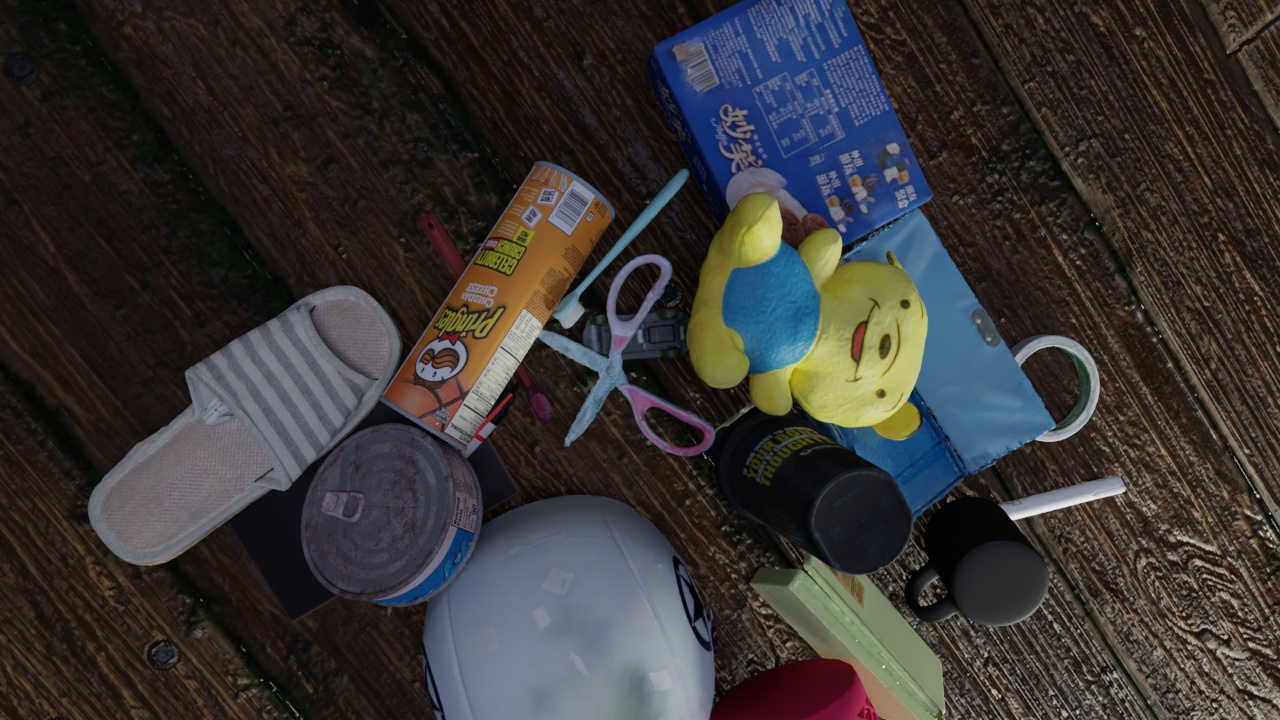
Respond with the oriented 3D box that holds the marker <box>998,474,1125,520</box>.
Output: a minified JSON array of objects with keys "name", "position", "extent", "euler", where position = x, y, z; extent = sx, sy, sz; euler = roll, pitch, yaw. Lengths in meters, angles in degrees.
[{"name":"marker","position":[0.373,0.127,0.829],"extent":[0.133,0.020,0.017],"euler":[-12,106,-7]}]

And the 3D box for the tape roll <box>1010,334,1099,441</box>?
[{"name":"tape roll","position":[0.363,0.025,0.820],"extent":[0.093,0.018,0.094],"euler":[-1,95,-9]}]

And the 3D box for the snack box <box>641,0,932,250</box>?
[{"name":"snack box","position":[0.116,-0.185,0.738],"extent":[0.155,0.069,0.203],"euler":[-29,99,-6]}]

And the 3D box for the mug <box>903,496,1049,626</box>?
[{"name":"mug","position":[0.277,0.179,0.780],"extent":[0.114,0.088,0.078],"euler":[-38,100,11]}]

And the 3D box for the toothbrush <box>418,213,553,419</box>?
[{"name":"toothbrush","position":[-0.123,-0.033,0.741],"extent":[0.016,0.016,0.190],"euler":[-31,99,-4]}]

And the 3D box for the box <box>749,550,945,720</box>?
[{"name":"box","position":[0.184,0.235,0.784],"extent":[0.090,0.077,0.188],"euler":[-42,101,-4]}]

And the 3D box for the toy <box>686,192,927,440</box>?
[{"name":"toy","position":[0.130,-0.028,0.691],"extent":[0.213,0.084,0.149],"euler":[14,96,-29]}]

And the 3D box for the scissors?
[{"name":"scissors","position":[-0.004,0.004,0.731],"extent":[0.170,0.013,0.172],"euler":[29,99,-2]}]

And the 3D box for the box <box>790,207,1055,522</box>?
[{"name":"box","position":[0.220,0.011,0.784],"extent":[0.177,0.047,0.231],"euler":[-33,99,3]}]

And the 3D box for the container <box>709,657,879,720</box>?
[{"name":"container","position":[0.154,0.377,0.747],"extent":[0.183,0.183,0.225],"euler":[-20,90,-7]}]

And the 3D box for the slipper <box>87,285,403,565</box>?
[{"name":"slipper","position":[-0.300,0.050,0.698],"extent":[0.272,0.054,0.114],"euler":[-43,96,-4]}]

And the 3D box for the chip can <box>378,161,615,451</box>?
[{"name":"chip can","position":[-0.107,-0.042,0.697],"extent":[0.075,0.075,0.215],"euler":[33,81,-10]}]

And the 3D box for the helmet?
[{"name":"helmet","position":[-0.047,0.246,0.703],"extent":[0.236,0.163,0.264],"euler":[-17,98,-6]}]

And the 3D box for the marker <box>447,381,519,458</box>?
[{"name":"marker","position":[-0.146,0.073,0.735],"extent":[0.019,0.019,0.145],"euler":[43,88,-10]}]

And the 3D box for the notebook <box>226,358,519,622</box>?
[{"name":"notebook","position":[-0.224,0.099,0.741],"extent":[0.209,0.008,0.141],"euler":[-30,98,-5]}]

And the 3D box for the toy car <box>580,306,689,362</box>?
[{"name":"toy car","position":[-0.003,-0.021,0.750],"extent":[0.091,0.036,0.042],"euler":[-7,97,-7]}]

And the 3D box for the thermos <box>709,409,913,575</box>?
[{"name":"thermos","position":[0.122,0.093,0.686],"extent":[0.098,0.221,0.098],"euler":[-1,95,-11]}]

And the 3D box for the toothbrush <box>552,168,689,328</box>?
[{"name":"toothbrush","position":[-0.011,-0.093,0.722],"extent":[0.180,0.016,0.016],"euler":[-52,124,-25]}]

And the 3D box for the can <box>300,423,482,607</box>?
[{"name":"can","position":[-0.185,0.115,0.684],"extent":[0.130,0.044,0.129],"euler":[-8,67,19]}]
